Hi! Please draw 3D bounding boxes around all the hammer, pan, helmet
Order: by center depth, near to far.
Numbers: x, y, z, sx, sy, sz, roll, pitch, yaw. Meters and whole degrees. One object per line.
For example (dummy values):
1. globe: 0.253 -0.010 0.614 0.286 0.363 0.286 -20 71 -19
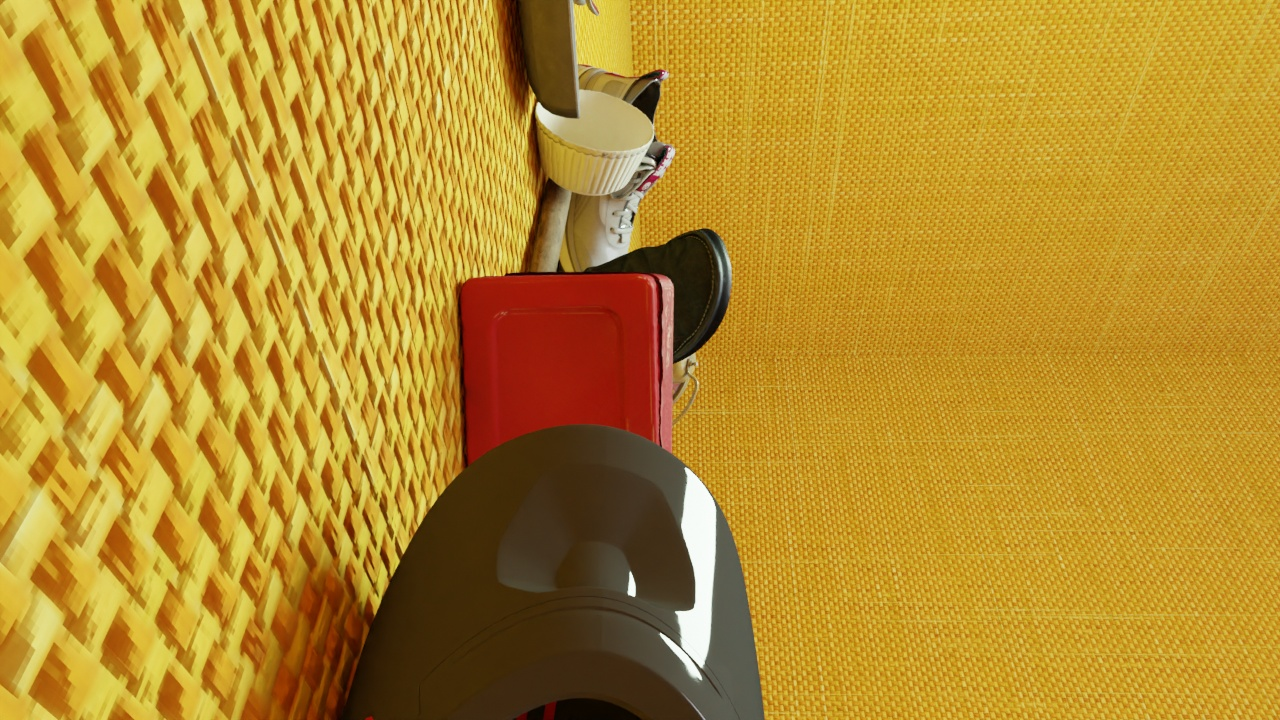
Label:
1. helmet: -0.036 0.157 0.369 0.170 0.164 0.264 174 -74 -81
2. hammer: -0.085 -0.089 0.816 0.321 0.040 0.129 -89 173 -54
3. pan: -0.084 -0.348 0.850 0.356 0.041 0.179 -97 -176 -54

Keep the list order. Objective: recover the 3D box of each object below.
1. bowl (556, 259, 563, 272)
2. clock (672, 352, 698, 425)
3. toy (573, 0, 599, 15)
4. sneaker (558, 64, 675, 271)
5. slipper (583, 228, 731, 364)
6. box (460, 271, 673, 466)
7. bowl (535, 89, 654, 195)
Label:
1. bowl: -0.068 -0.065 1.061 0.114 0.045 0.114 3 86 -88
2. clock: -0.006 0.006 0.953 0.081 0.159 0.117 18 108 -54
3. toy: -0.065 -0.425 0.974 0.049 0.030 0.112 42 -30 37
4. sneaker: -0.022 -0.185 0.983 0.096 0.129 0.263 -12 103 -55
5. slipper: -0.027 -0.041 0.850 0.266 0.083 0.108 -24 -111 47
6. box: -0.046 0.019 0.600 0.112 0.135 0.157 -11 101 -76
7. bowl: -0.050 -0.207 0.892 0.115 0.115 0.063 -88 -169 -48
